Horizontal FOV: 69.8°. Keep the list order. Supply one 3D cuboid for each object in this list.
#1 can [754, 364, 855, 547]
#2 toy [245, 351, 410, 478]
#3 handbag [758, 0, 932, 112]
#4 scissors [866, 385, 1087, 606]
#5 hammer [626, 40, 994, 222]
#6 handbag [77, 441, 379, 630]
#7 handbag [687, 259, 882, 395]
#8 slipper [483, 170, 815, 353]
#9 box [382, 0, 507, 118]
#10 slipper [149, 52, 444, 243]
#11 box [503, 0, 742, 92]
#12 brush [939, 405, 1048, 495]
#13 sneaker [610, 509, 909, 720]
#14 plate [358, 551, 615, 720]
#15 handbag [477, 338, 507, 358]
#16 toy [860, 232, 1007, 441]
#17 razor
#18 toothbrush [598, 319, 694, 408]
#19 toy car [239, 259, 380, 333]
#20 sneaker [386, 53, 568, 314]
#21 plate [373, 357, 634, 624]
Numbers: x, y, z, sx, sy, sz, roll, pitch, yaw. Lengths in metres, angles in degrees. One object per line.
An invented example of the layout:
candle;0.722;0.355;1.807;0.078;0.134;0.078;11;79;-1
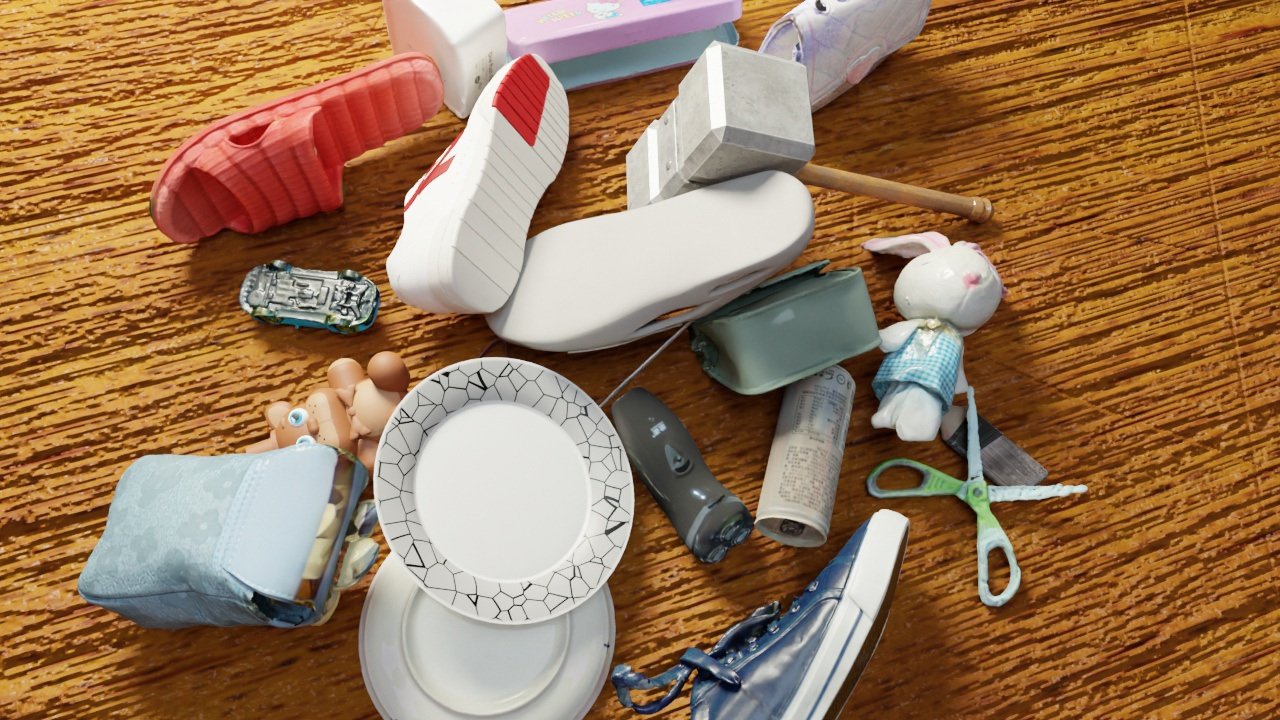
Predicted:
can;0.126;0.068;0.693;0.054;0.054;0.135;18;62;0
toy;-0.223;0.046;0.667;0.127;0.065;0.095;-20;76;-7
handbag;0.174;-0.279;0.789;0.158;0.127;0.069;-35;81;-18
scissors;0.263;0.105;0.719;0.171;0.021;0.172;0;74;4
hammer;0.164;-0.147;0.751;0.317;0.163;0.082;6;69;-22
handbag;-0.261;0.124;0.607;0.192;0.118;0.121;-10;55;22
handbag;0.108;-0.029;0.708;0.121;0.106;0.067;-21;102;-12
slipper;0.010;-0.060;0.693;0.266;0.080;0.112;-17;56;22
box;-0.151;-0.282;0.766;0.102;0.107;0.091;44;69;9
slipper;-0.255;-0.156;0.711;0.248;0.104;0.059;-32;74;-12
box;-0.018;-0.295;0.816;0.214;0.065;0.078;-16;59;-11
brush;0.260;0.054;0.744;0.151;0.012;0.038;41;72;9
sneaker;0.079;0.210;0.635;0.127;0.121;0.294;30;71;28
plate;-0.107;0.188;0.645;0.182;0.034;0.182;2;71;-6
handbag;-0.127;0.035;0.703;0.055;0.029;0.119;20;65;-1
toy;0.224;-0.031;0.712;0.131;0.106;0.204;22;62;5
razor;0.029;0.082;0.677;0.052;0.064;0.140;-34;89;-23
toothbrush;-0.004;0.004;0.694;0.181;0.010;0.010;-43;79;8
toy car;-0.254;-0.047;0.711;0.105;0.032;0.048;6;71;2
sneaker;-0.137;-0.142;0.730;0.104;0.090;0.236;-2;62;31
plate;-0.093;0.089;0.645;0.188;0.016;0.188;11;64;-24
